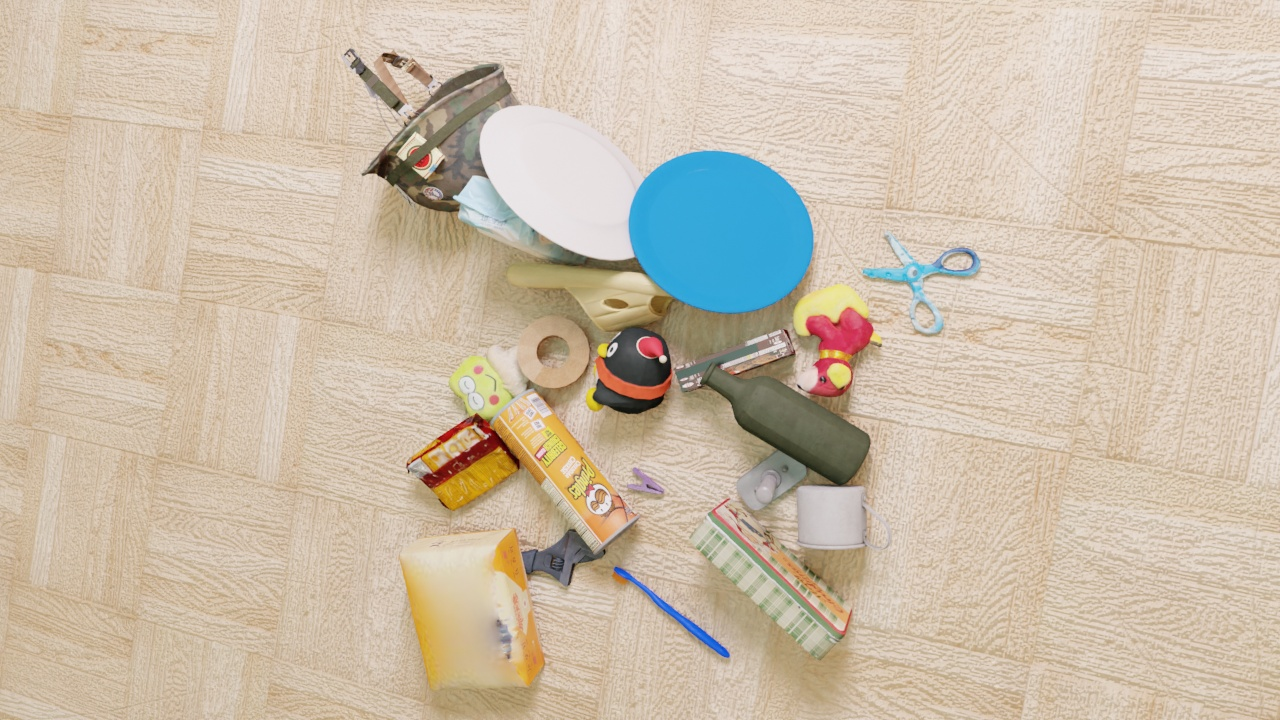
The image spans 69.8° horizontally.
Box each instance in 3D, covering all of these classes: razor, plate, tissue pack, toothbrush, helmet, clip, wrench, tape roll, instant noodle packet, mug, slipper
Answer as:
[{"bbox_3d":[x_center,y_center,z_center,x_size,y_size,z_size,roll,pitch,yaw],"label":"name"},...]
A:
[{"bbox_3d":[0.151,0.148,1.084,0.088,0.116,0.047,-39,85,12],"label":"razor"},{"bbox_3d":[0.096,-0.153,1.104,0.224,0.024,0.224,3,67,-6],"label":"plate"},{"bbox_3d":[-0.141,-0.169,1.134,0.112,0.181,0.070,24,96,21],"label":"tissue pack"},{"bbox_3d":[0.037,0.322,1.169,0.182,0.016,0.018,35,104,13],"label":"toothbrush"},{"bbox_3d":[-0.262,-0.298,1.154,0.224,0.192,0.236,-20,117,8],"label":"helmet"},{"bbox_3d":[0.005,0.154,1.180,0.050,0.014,0.046,-8,85,19],"label":"clip"},{"bbox_3d":[-0.177,0.271,1.227,0.274,0.022,0.073,-8,90,16],"label":"wrench"},{"bbox_3d":[-0.076,-0.220,1.095,0.242,0.241,0.016,52,131,10],"label":"plate"},{"bbox_3d":[-0.113,-0.010,1.191,0.094,0.027,0.094,0,86,-1],"label":"tape roll"},{"bbox_3d":[-0.238,0.138,1.221,0.136,0.039,0.098,-33,111,14],"label":"instant noodle packet"},{"bbox_3d":[0.237,0.183,1.072,0.113,0.084,0.070,-4,86,34],"label":"mug"},{"bbox_3d":[-0.049,-0.076,1.145,0.262,0.111,0.079,8,91,18],"label":"slipper"}]

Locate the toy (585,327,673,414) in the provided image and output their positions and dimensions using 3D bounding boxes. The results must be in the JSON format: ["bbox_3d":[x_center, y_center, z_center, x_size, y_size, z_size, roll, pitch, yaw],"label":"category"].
[{"bbox_3d":[-0.007,0.007,1.131,0.099,0.097,0.119,17,128,-3],"label":"toy"}]

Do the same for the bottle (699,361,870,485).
[{"bbox_3d":[0.166,0.067,1.081,0.207,0.071,0.071,31,98,0],"label":"bottle"}]

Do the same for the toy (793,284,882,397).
[{"bbox_3d":[0.234,-0.023,1.094,0.106,0.067,0.137,3,78,13],"label":"toy"}]

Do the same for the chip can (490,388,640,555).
[{"bbox_3d":[-0.097,0.141,1.176,0.075,0.075,0.215,-43,79,12],"label":"chip can"}]

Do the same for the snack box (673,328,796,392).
[{"bbox_3d":[0.116,0.001,1.127,0.141,0.051,0.031,-20,84,15],"label":"snack box"}]

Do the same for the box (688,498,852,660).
[{"bbox_3d":[0.156,0.251,1.085,0.205,0.117,0.050,43,105,13],"label":"box"}]

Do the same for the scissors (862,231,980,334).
[{"bbox_3d":[0.338,-0.104,1.086,0.134,0.012,0.134,-33,80,14],"label":"scissors"}]

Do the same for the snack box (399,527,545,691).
[{"bbox_3d":[-0.220,0.328,1.193,0.145,0.080,0.195,-9,98,16],"label":"snack box"}]

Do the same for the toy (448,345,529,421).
[{"bbox_3d":[-0.194,0.026,1.221,0.115,0.046,0.092,-34,83,5],"label":"toy"}]
